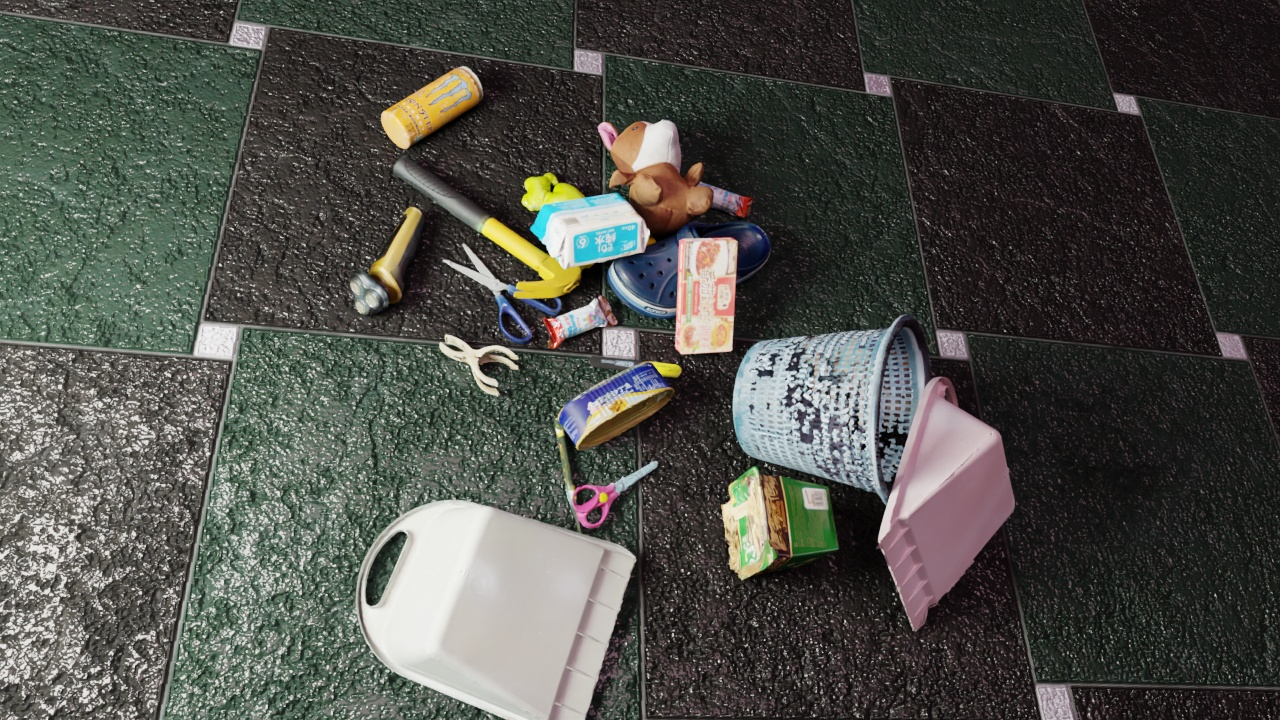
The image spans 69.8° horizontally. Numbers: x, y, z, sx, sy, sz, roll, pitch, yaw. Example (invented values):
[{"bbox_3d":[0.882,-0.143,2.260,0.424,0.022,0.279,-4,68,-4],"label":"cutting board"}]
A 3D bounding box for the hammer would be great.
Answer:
[{"bbox_3d":[-0.209,-0.184,1.243,0.301,0.033,0.128,35,50,8],"label":"hammer"}]

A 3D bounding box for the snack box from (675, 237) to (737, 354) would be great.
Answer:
[{"bbox_3d":[0.087,-0.086,1.219,0.075,0.025,0.153,-3,108,-15],"label":"snack box"}]

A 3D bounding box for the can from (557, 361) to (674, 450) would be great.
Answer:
[{"bbox_3d":[-0.030,0.056,1.146,0.147,0.075,0.049,-27,69,-25],"label":"can"}]

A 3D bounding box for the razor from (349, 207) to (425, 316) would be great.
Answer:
[{"bbox_3d":[-0.322,-0.133,1.185,0.067,0.062,0.167,37,51,-28],"label":"razor"}]

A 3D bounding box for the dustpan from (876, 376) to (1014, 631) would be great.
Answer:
[{"bbox_3d":[0.351,0.161,1.135,0.273,0.223,0.139,-39,42,-14],"label":"dustpan"}]

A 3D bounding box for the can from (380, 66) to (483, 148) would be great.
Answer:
[{"bbox_3d":[-0.295,-0.360,1.302,0.058,0.058,0.145,43,62,9],"label":"can"}]

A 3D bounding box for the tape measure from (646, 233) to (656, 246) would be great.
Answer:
[{"bbox_3d":[-0.016,-0.172,1.290,0.059,0.029,0.057,-18,64,-40],"label":"tape measure"}]

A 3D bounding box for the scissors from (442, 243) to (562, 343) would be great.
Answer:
[{"bbox_3d":[-0.179,-0.095,1.222,0.155,0.012,0.166,-10,67,-17],"label":"scissors"}]

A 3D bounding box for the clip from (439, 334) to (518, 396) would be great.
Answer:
[{"bbox_3d":[-0.196,-0.006,1.161,0.094,0.035,0.102,-32,67,-21],"label":"clip"}]

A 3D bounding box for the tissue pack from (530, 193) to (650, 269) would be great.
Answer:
[{"bbox_3d":[-0.065,-0.170,1.207,0.139,0.063,0.090,-14,39,-21],"label":"tissue pack"}]

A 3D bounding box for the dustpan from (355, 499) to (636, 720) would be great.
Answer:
[{"bbox_3d":[-0.173,0.271,1.030,0.257,0.143,0.222,34,60,-27],"label":"dustpan"}]

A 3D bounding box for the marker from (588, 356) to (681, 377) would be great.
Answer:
[{"bbox_3d":[-0.007,0.007,1.209,0.124,0.015,0.018,7,59,-9],"label":"marker"}]

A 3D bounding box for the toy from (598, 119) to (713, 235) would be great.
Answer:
[{"bbox_3d":[0.020,-0.275,1.298,0.140,0.131,0.199,9,40,-27],"label":"toy"}]

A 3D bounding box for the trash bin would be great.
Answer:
[{"bbox_3d":[0.229,0.055,1.120,0.195,0.226,0.226,3,54,32],"label":"trash bin"}]

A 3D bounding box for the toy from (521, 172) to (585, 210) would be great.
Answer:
[{"bbox_3d":[-0.116,-0.225,1.292,0.100,0.031,0.096,8,60,-9],"label":"toy"}]

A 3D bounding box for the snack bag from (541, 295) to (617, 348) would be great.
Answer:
[{"bbox_3d":[-0.083,-0.051,1.213,0.105,0.026,0.045,-23,85,-26],"label":"snack bag"}]

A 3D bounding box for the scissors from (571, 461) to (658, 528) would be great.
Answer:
[{"bbox_3d":[-0.027,0.156,1.125,0.133,0.017,0.054,-29,90,-32],"label":"scissors"}]

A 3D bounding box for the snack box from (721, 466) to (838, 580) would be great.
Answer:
[{"bbox_3d":[0.171,0.197,1.100,0.105,0.118,0.118,2,66,-18],"label":"snack box"}]

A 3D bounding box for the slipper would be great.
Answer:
[{"bbox_3d":[0.080,-0.136,1.261,0.252,0.095,0.105,-19,67,-25],"label":"slipper"}]

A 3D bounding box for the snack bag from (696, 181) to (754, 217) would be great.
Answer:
[{"bbox_3d":[0.115,-0.241,1.360,0.104,0.026,0.048,20,49,-4],"label":"snack bag"}]

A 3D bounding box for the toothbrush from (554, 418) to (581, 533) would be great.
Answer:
[{"bbox_3d":[-0.088,0.156,1.116,0.017,0.012,0.185,-9,66,-6],"label":"toothbrush"}]
